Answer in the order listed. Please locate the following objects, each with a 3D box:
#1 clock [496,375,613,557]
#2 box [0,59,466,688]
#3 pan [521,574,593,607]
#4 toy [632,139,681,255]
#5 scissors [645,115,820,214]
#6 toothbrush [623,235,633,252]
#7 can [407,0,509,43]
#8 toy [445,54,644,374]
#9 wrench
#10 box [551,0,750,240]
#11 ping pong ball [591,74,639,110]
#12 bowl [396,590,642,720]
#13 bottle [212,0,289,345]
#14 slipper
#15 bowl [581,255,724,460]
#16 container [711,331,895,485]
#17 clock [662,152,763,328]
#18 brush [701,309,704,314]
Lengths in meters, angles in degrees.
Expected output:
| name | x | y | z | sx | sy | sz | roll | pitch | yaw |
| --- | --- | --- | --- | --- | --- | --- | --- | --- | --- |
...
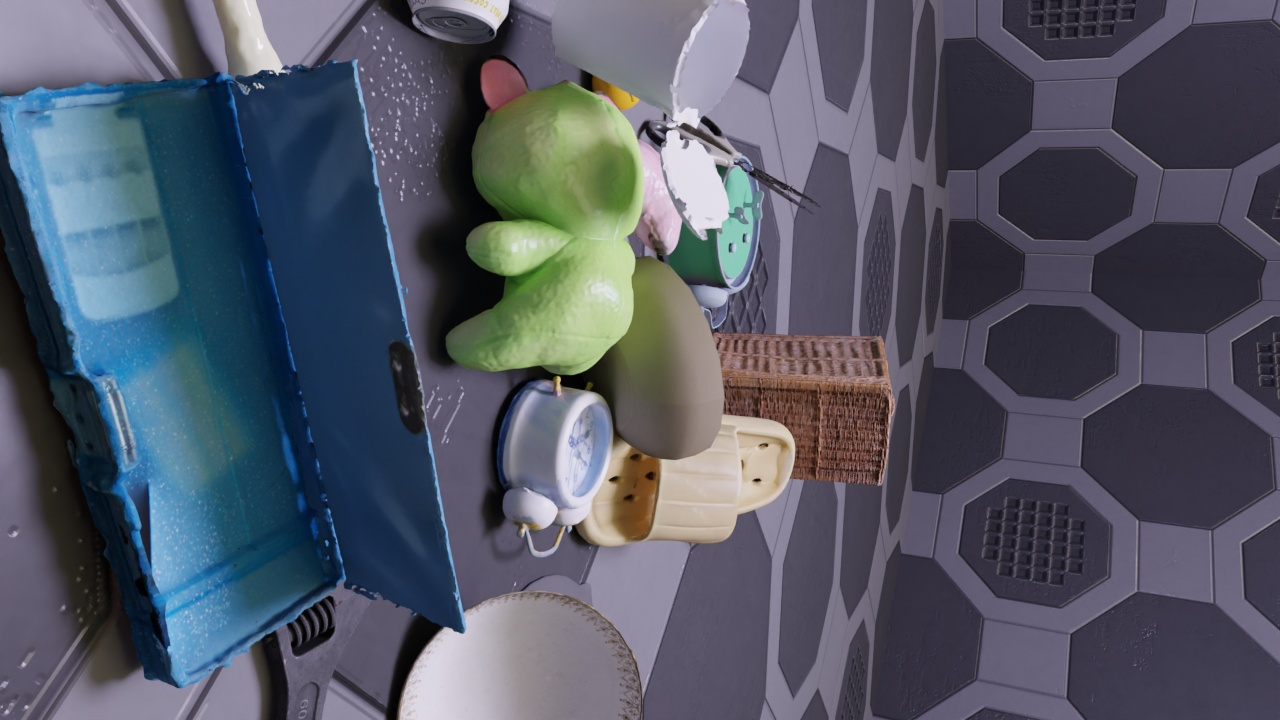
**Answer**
| name | x | y | z | sx | sy | sz | roll | pitch | yaw |
| --- | --- | --- | --- | --- | --- | --- | --- | --- | --- |
| clock | -0.060 | 0.074 | 0.638 | 0.088 | 0.052 | 0.125 | 12 | 86 | -67 |
| box | -0.145 | 0.013 | 0.340 | 0.094 | 0.112 | 0.232 | -29 | 119 | -51 |
| pan | -0.058 | 0.305 | 0.720 | 0.215 | 0.024 | 0.355 | -62 | 148 | -41 |
| toy | 0.001 | -0.141 | 0.726 | 0.099 | 0.053 | 0.095 | 53 | 24 | -31 |
| scissors | 0.075 | -0.172 | 0.794 | 0.150 | 0.164 | 0.013 | -6 | 139 | -36 |
| toothbrush | -0.021 | -0.101 | 0.710 | 0.024 | 0.022 | 0.186 | -45 | 138 | -12 |
| can | -0.094 | -0.228 | 0.491 | 0.055 | 0.055 | 0.101 | 11 | 85 | -66 |
| toy | -0.046 | -0.087 | 0.573 | 0.150 | 0.107 | 0.197 | 5 | 94 | -53 |
| wrench | -0.172 | 0.205 | 0.449 | 0.073 | 0.018 | 0.273 | 14 | 84 | -57 |
| box | 0.010 | -0.157 | 0.536 | 0.084 | 0.147 | 0.136 | -7 | 125 | -61 |
| ping pong ball | -0.017 | -0.208 | 0.688 | 0.040 | 0.040 | 0.040 | 6 | 90 | -66 |
| bowl | -0.076 | 0.211 | 0.573 | 0.063 | 0.145 | 0.145 | 166 | -68 | -76 |
| bottle | -0.156 | -0.095 | 0.391 | 0.045 | 0.045 | 0.185 | -49 | 138 | -53 |
| slipper | 0.061 | 0.101 | 0.781 | 0.260 | 0.079 | 0.111 | -2 | 103 | -44 |
| bowl | -0.004 | 0.004 | 0.664 | 0.050 | 0.152 | 0.152 | -18 | 116 | -26 |
| container | 0.152 | 0.043 | 0.926 | 0.112 | 0.199 | 0.114 | -67 | 157 | -59 |
| clock | 0.072 | -0.110 | 0.864 | 0.121 | 0.075 | 0.162 | -39 | 130 | -58 |
| brush | 0.024 | 0.020 | 0.806 | 0.075 | 0.055 | 0.136 | -35 | 126 | -66 |
